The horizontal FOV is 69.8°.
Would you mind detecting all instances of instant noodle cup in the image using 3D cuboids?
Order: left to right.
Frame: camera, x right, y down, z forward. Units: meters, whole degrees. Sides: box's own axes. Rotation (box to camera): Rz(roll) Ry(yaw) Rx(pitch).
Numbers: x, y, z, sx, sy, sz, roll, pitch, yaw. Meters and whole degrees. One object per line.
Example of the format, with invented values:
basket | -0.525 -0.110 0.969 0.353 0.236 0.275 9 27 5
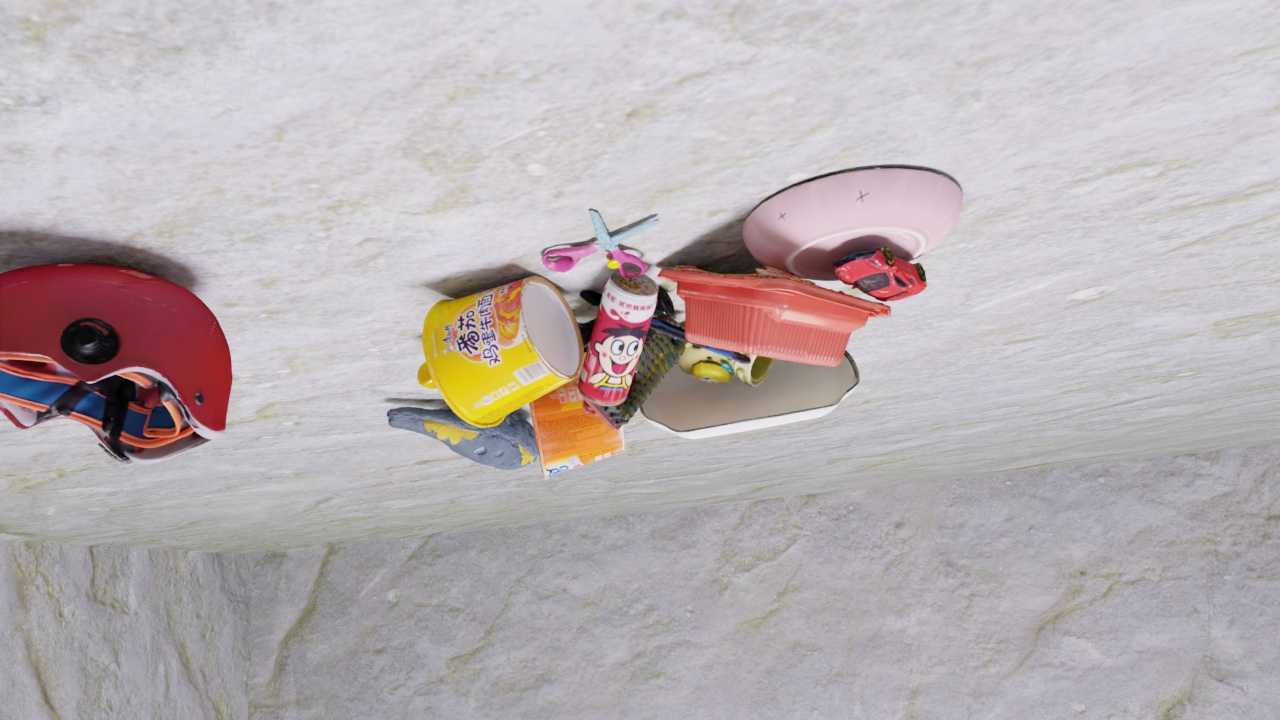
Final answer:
instant noodle cup | -0.130 -0.015 0.909 0.110 0.138 0.138 -22 159 23
instant noodle cup | -0.087 0.073 1.211 0.111 0.151 0.151 -11 165 -8
instant noodle cup | 0.122 -0.043 0.867 0.164 0.079 0.189 8 -178 -32

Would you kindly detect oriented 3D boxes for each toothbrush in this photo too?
toothbrush | 0.024 -0.034 0.938 0.189 0.014 0.016 22 168 8

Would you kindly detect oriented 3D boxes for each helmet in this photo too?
helmet | -0.473 -0.013 0.793 0.240 0.143 0.208 26 148 -36

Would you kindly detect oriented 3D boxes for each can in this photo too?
can | -0.023 -0.022 0.917 0.053 0.053 0.133 2 125 -23

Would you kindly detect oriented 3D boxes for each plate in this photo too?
plate | 0.130 0.038 1.113 0.266 0.161 0.034 -11 121 1
plate | 0.188 -0.109 0.813 0.192 0.039 0.192 -4 164 -1

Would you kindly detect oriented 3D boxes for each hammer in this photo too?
hammer | -0.097 -0.010 1.020 0.301 0.032 0.128 -22 150 25

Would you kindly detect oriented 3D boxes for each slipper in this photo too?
slipper | 0.122 -0.012 1.073 0.191 0.081 0.091 -15 159 25

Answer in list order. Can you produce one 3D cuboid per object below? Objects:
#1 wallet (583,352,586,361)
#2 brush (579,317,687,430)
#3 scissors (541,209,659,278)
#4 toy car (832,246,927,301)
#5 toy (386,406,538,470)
wallet | -0.082 -0.014 1.104 0.130 0.035 0.119 4 156 -27
brush | -0.006 0.006 1.031 0.063 0.145 0.069 49 156 -19
scissors | -0.037 -0.102 0.825 0.130 0.017 0.133 -4 160 9
toy car | 0.213 -0.074 0.814 0.049 0.031 0.106 -19 157 38
toy | -0.234 0.121 1.432 0.138 0.091 0.356 1 166 27
